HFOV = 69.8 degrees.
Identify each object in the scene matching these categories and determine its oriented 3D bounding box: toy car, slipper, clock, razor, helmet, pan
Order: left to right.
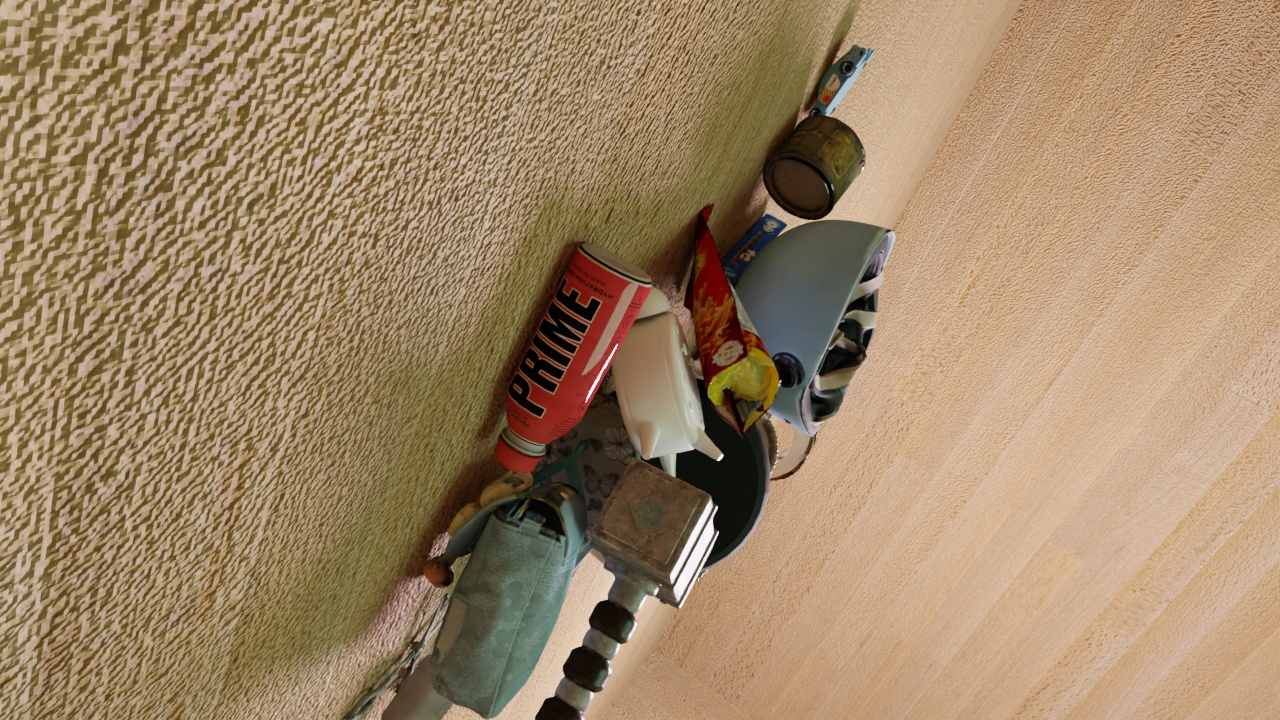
[{"bbox_3d":[-0.197,0.314,0.894,0.088,0.047,0.116,-53,176,3],"label":"razor"},{"bbox_3d":[-0.080,0.155,0.859,0.269,0.098,0.054,-62,167,21],"label":"slipper"},{"bbox_3d":[-0.032,0.162,0.924,0.356,0.204,0.044,-37,179,3],"label":"pan"},{"bbox_3d":[0.023,0.017,0.818,0.125,0.073,0.160,54,25,-67],"label":"clock"},{"bbox_3d":[0.185,-0.050,1.037,0.224,0.167,0.266,-53,163,-36],"label":"helmet"},{"bbox_3d":[0.215,-0.307,1.027,0.060,0.027,0.108,-39,166,-53],"label":"toy car"}]

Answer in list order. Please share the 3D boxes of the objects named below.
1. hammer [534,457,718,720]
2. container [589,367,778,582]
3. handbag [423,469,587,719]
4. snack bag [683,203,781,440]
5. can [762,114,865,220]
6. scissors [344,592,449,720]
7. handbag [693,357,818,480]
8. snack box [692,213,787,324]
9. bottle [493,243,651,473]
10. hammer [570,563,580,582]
[{"bbox_3d":[-0.040,0.249,0.765,0.325,0.079,0.177,-60,164,-18],"label":"hammer"},{"bbox_3d":[0.037,0.136,1.071,0.246,0.184,0.143,-54,175,-7],"label":"container"},{"bbox_3d":[-0.118,0.181,0.749,0.121,0.118,0.192,-7,121,-84],"label":"handbag"},{"bbox_3d":[0.079,-0.038,0.883,0.139,0.066,0.207,90,-8,-46],"label":"snack bag"},{"bbox_3d":[0.191,-0.213,1.016,0.074,0.090,0.090,-50,164,-27],"label":"can"},{"bbox_3d":[-0.214,0.274,0.832,0.174,0.014,0.142,-42,161,-45],"label":"scissors"},{"bbox_3d":[0.140,0.079,1.250,0.092,0.199,0.201,-43,157,-36],"label":"handbag"},{"bbox_3d":[0.122,-0.106,1.121,0.150,0.034,0.087,-46,161,-37],"label":"snack box"},{"bbox_3d":[-0.058,0.004,0.685,0.177,0.062,0.062,-61,166,14],"label":"bottle"},{"bbox_3d":[-0.058,0.190,0.974,0.318,0.121,0.049,-55,166,-3],"label":"hammer"}]
